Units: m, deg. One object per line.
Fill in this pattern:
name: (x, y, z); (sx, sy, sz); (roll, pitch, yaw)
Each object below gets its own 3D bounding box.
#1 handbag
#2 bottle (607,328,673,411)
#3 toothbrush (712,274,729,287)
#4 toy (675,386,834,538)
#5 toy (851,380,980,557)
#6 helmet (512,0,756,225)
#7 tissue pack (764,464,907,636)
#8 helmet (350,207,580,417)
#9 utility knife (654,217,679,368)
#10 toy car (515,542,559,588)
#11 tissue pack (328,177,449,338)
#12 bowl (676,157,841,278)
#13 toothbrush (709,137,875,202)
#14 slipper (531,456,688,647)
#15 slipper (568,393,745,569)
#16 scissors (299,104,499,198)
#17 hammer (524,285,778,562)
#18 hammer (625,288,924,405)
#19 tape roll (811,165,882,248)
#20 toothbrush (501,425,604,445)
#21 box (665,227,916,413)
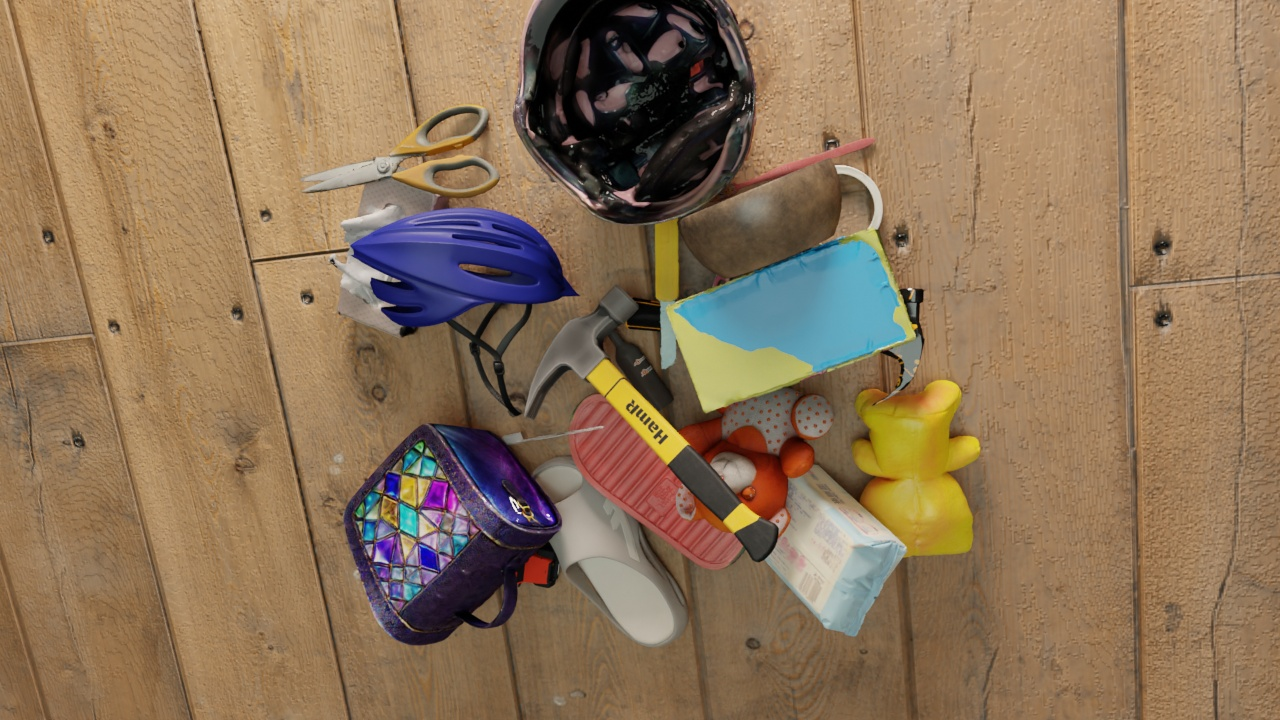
handbag: (-0.209, 0.202, 1.042); (0.205, 0.125, 0.222); (-45, 62, 17)
bottle: (-0.006, 0.006, 1.039); (0.030, 0.030, 0.113); (-34, 94, 17)
toothbrush: (0.090, -0.090, 1.003); (0.022, 0.016, 0.135); (13, 105, 16)
toy: (0.112, 0.100, 0.974); (0.164, 0.093, 0.172); (14, 73, 31)
toy: (0.295, 0.121, 0.974); (0.134, 0.087, 0.194); (-2, 102, 9)
helmet: (0.004, -0.266, 0.909); (0.230, 0.152, 0.255); (-37, 92, 20)
tissue pack: (0.191, 0.191, 0.985); (0.070, 0.182, 0.112); (8, 114, -33)
helmet: (-0.186, -0.049, 0.989); (0.241, 0.148, 0.228); (-1, 100, -22)
utility knife: (0.027, -0.100, 0.986); (0.030, 0.019, 0.218); (-3, 82, 22)
toy car: (-0.149, 0.247, 1.118); (0.100, 0.048, 0.051); (11, 105, 9)
tissue pack: (-0.294, -0.123, 1.055); (0.104, 0.071, 0.182); (21, 110, 5)
bowl: (0.123, -0.135, 0.901); (0.162, 0.162, 0.070); (-21, 97, 16)
toothbrush: (0.155, -0.201, 0.964); (0.185, 0.015, 0.015); (-17, 92, 14)
slipper: (-0.043, 0.236, 1.076); (0.113, 0.080, 0.266); (-31, 95, 20)
slipper: (0.019, 0.136, 1.048); (0.249, 0.059, 0.104); (43, 102, 1)
scissors: (-0.268, -0.227, 1.015); (0.228, 0.016, 0.134); (-3, 79, 4)
hammer: (0.017, 0.080, 0.940); (0.170, 0.034, 0.324); (-46, 68, 3)
hammer: (0.134, -0.029, 0.973); (0.321, 0.036, 0.123); (7, 95, 18)
tape roll: (0.206, -0.157, 0.963); (0.093, 0.013, 0.093); (3, 103, 11)
toothbrush: (-0.103, 0.082, 1.043); (0.182, 0.010, 0.010); (-14, 101, 46)
box: (0.150, -0.039, 0.913); (0.221, 0.082, 0.124); (-22, 89, 14)
